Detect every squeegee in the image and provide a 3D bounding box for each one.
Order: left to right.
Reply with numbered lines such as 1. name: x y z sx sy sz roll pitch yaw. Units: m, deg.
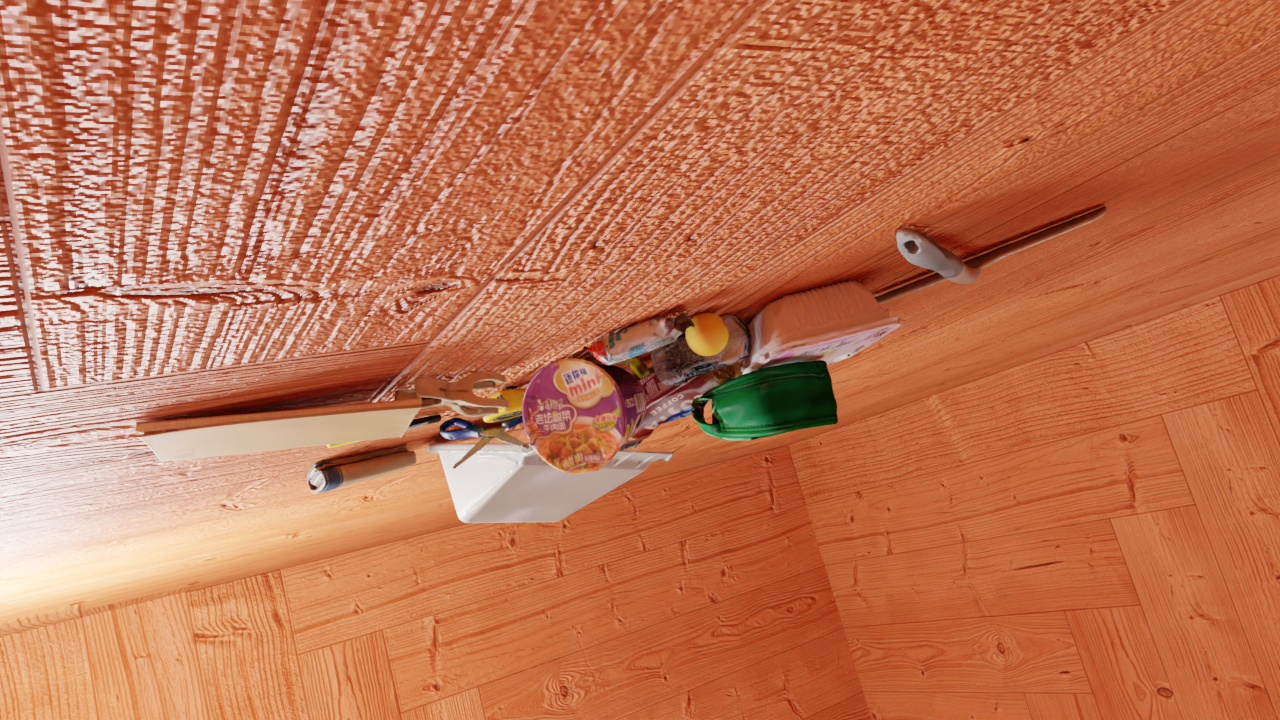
1. squeegee: 0.285 -0.090 0.839 0.247 0.039 0.246 -22 167 32

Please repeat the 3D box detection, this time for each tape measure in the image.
1. tape measure: -0.137 0.043 0.945 0.057 0.029 0.059 -25 167 39

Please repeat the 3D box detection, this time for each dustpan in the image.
1. dustpan: -0.137 0.112 1.143 0.222 0.142 0.258 9 141 -46

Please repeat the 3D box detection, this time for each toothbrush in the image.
1. toothbrush: -0.006 0.006 0.976 0.016 0.016 0.190 -17 170 4

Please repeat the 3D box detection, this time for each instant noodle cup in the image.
1. instant noodle cup: -0.049 0.050 0.923 0.112 0.111 0.099 -19 178 20
2. instant noodle cup: 0.169 -0.029 0.936 0.138 0.060 0.174 -14 168 -10

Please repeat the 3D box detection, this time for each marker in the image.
1. marker: -0.264 0.070 0.949 0.123 0.015 0.018 -12 170 -37

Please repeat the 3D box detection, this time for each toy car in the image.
1. toy car: 0.058 -0.010 0.900 0.106 0.049 0.031 -21 171 24

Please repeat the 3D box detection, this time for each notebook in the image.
1. notebook: -0.304 0.062 0.788 0.211 0.012 0.150 -5 167 -22

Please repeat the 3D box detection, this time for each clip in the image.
1. clip: -0.167 0.029 0.829 0.100 0.034 0.076 4 161 -38

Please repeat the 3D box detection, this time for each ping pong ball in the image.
1. ping pong ball: 0.062 -0.024 0.851 0.040 0.040 0.040 -15 170 -3

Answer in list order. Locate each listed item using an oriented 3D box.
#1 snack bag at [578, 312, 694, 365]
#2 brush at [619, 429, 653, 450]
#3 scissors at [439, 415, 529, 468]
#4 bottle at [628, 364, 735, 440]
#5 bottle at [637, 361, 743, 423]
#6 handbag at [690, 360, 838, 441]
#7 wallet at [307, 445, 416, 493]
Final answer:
1. snack bag: -0.003 -0.018 0.825 0.105 0.026 0.045 -19 160 13
2. brush: -0.035 0.092 1.293 0.145 0.063 0.069 -7 138 -43
3. scissors: -0.154 0.072 0.972 0.176 0.012 0.162 3 -156 46
4. bottle: 0.017 0.040 0.995 0.175 0.057 0.057 -32 164 23
5. bottle: 0.022 0.044 1.092 0.219 0.065 0.065 -21 169 22
6. handbag: 0.131 0.044 0.942 0.120 0.068 0.131 -14 174 37
7. wallet: -0.340 0.133 1.117 0.115 0.033 0.090 -10 171 -31
